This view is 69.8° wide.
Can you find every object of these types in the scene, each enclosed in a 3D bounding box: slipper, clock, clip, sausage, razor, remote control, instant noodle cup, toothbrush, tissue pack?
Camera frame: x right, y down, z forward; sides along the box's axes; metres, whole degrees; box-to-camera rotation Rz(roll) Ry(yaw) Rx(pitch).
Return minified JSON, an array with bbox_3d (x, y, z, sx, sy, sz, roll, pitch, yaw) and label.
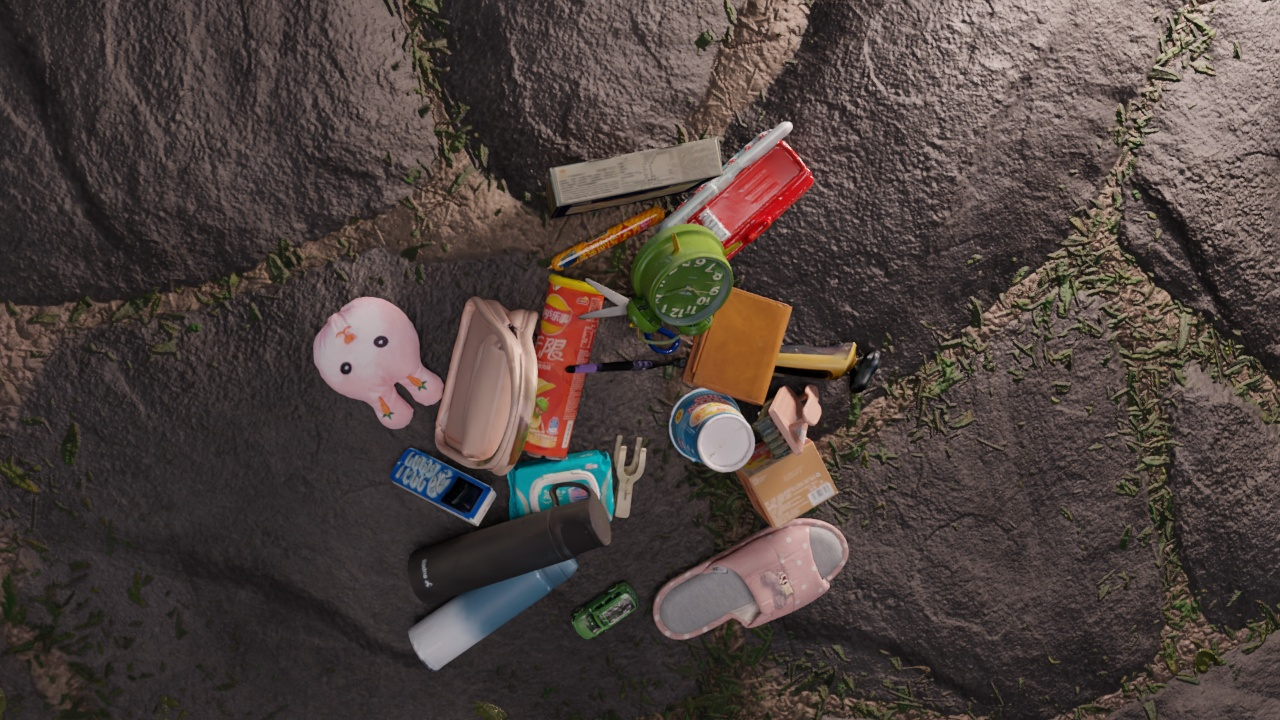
[{"bbox_3d":[0.146,0.289,1.197,0.274,0.054,0.114,-20,100,-5],"label":"slipper"},{"bbox_3d":[0.045,-0.083,1.075,0.116,0.056,0.162,3,129,-28],"label":"clock"},{"bbox_3d":[-0.016,0.146,1.144,0.035,0.087,0.104,8,86,-10],"label":"clip"},{"bbox_3d":[-0.040,-0.148,1.120,0.165,0.021,0.021,-28,101,-4],"label":"sausage"},{"bbox_3d":[0.221,0.006,1.169,0.167,0.062,0.067,4,68,-5],"label":"razor"},{"bbox_3d":[-0.238,0.151,1.107,0.125,0.024,0.048,25,65,12],"label":"remote control"},{"bbox_3d":[0.093,0.091,1.131,0.099,0.110,0.099,-1,98,-10],"label":"instant noodle cup"},{"bbox_3d":[-0.007,0.007,1.116,0.188,0.017,0.014,-3,96,-32],"label":"toothbrush"},{"bbox_3d":[-0.100,0.166,1.142,0.133,0.050,0.093,-9,101,-7],"label":"tissue pack"}]

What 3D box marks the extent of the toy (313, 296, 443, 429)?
[{"bbox_3d":[-0.307,0.004,1.087,0.121,0.054,0.159,-39,110,-1],"label":"toy"}]

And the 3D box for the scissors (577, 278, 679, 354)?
[{"bbox_3d":[-0.001,-0.058,1.112,0.162,0.012,0.163,-35,122,-25],"label":"scissors"}]

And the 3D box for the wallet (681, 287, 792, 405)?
[{"bbox_3d":[0.113,-0.023,1.136,0.119,0.035,0.130,17,83,5],"label":"wallet"}]

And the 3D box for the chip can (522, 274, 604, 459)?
[{"bbox_3d":[-0.098,0.008,1.109,0.073,0.073,0.216,11,96,-11],"label":"chip can"}]

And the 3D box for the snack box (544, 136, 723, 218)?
[{"bbox_3d":[-0.015,-0.203,1.034,0.178,0.182,0.046,-12,97,-7],"label":"snack box"}]

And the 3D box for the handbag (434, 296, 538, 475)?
[{"bbox_3d":[-0.158,0.039,1.020,0.093,0.234,0.193,11,97,-19],"label":"handbag"}]

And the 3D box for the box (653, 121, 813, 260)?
[{"bbox_3d":[0.118,-0.187,1.099,0.201,0.100,0.095,-41,95,-1],"label":"box"}]

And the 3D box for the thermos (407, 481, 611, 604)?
[{"bbox_3d":[-0.158,0.216,1.099,0.243,0.068,0.090,-20,65,13],"label":"thermos"}]

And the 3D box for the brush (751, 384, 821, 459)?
[{"bbox_3d":[0.187,0.066,1.126,0.073,0.145,0.063,-32,93,20],"label":"brush"}]

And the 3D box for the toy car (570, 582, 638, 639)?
[{"bbox_3d":[-0.046,0.324,1.182,0.091,0.036,0.043,-33,103,1],"label":"toy car"}]

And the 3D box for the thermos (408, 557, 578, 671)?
[{"bbox_3d":[-0.180,0.299,1.142,0.220,0.070,0.070,-34,102,-3],"label":"thermos"}]

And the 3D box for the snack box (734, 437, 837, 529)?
[{"bbox_3d":[0.179,0.146,1.160,0.092,0.094,0.077,-29,102,-4],"label":"snack box"}]
